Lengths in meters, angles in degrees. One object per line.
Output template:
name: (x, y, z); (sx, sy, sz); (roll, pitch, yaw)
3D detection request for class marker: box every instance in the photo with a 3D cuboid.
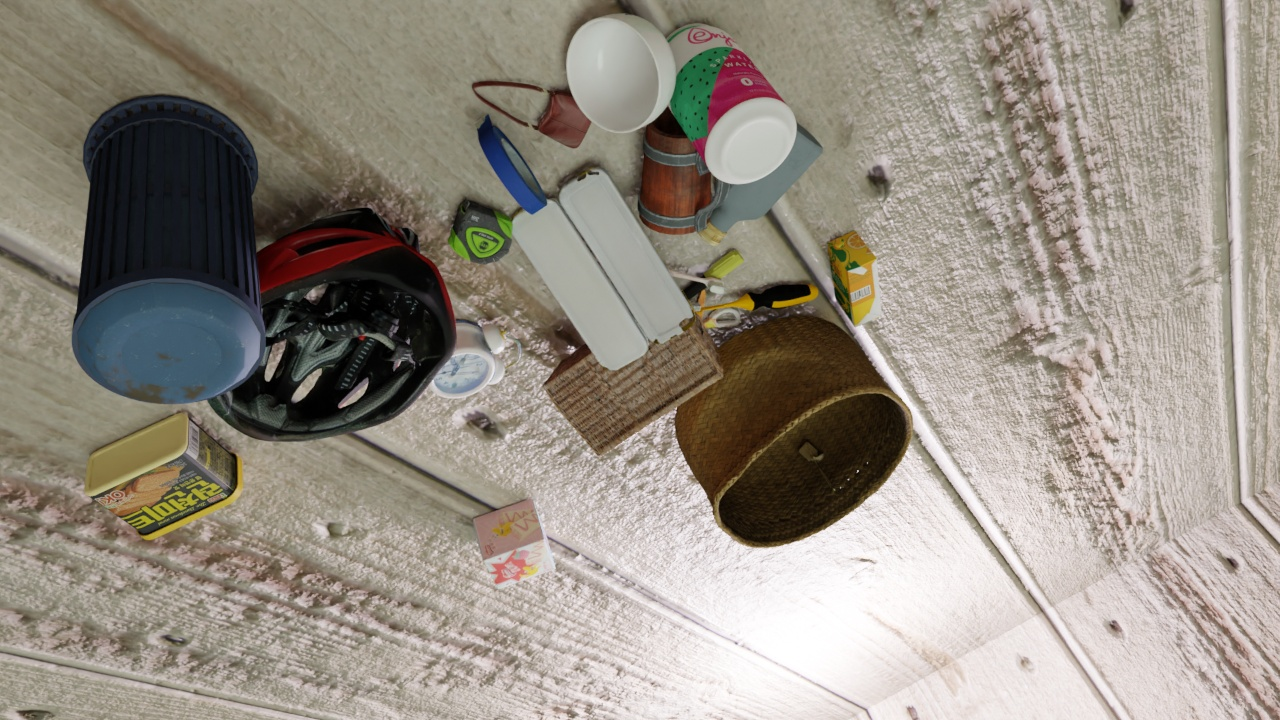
marker: (0.073, -0.095, 1.143); (0.124, 0.017, 0.021); (-36, 139, 15)

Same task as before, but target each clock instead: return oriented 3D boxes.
clock: (-0.202, -0.003, 1.084); (0.125, 0.052, 0.089); (-12, 138, -19)

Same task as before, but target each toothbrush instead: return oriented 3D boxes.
toothbrush: (0.023, -0.105, 1.092); (0.181, 0.018, 0.016); (11, 126, -25)
toothbrush: (0.144, -0.076, 1.184); (0.196, 0.031, 0.031); (-10, 135, -20)

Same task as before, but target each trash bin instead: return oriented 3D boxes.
trash bin: (-0.379, -0.089, 0.744); (0.139, 0.249, 0.139); (-14, 139, -13)

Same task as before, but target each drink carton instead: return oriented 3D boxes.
drink carton: (0.280, -0.107, 1.199); (0.041, 0.058, 0.122); (-25, 140, 0)

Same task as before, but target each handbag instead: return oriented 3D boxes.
handbag: (-0.105, -0.246, 0.886); (0.119, 0.029, 0.055); (11, 127, -29)

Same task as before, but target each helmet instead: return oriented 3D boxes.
helmet: (-0.312, -0.027, 0.910); (0.272, 0.166, 0.217); (-41, 138, 19)

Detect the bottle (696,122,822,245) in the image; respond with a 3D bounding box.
bottle: (0.126, -0.198, 1.033); (0.072, 0.046, 0.162); (21, 123, -40)

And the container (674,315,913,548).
container: (0.202, 0.092, 1.267); (0.306, 0.196, 0.308); (-16, 139, -14)

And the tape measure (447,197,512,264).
tape measure: (-0.169, -0.134, 0.968); (0.065, 0.036, 0.059); (20, 114, -36)

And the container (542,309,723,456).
container: (-0.007, 0.006, 1.112); (0.199, 0.112, 0.114); (-34, 104, 14)

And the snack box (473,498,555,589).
snack box: (-0.188, 0.275, 1.371); (0.094, 0.079, 0.093); (-18, 140, -7)

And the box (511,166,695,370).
box: (-0.040, -0.096, 1.001); (0.127, 0.023, 0.209); (-30, 108, 10)

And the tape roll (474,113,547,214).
tape roll: (-0.123, -0.184, 0.890); (0.016, 0.091, 0.093); (-32, 135, 8)

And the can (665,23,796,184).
can: (0.076, -0.244, 0.864); (0.088, 0.165, 0.088); (-14, 139, -13)

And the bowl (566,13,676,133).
bowl: (-0.013, -0.269, 0.853); (0.054, 0.105, 0.105); (-40, 158, -45)

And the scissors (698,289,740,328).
scissors: (0.074, -0.042, 1.202); (0.128, 0.011, 0.126); (-9, 133, -23)

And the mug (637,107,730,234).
mug: (0.049, -0.190, 0.953); (0.081, 0.117, 0.111); (-27, 140, -26)

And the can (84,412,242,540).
can: (-0.542, 0.131, 1.046); (0.131, 0.072, 0.101); (-25, 138, 0)
